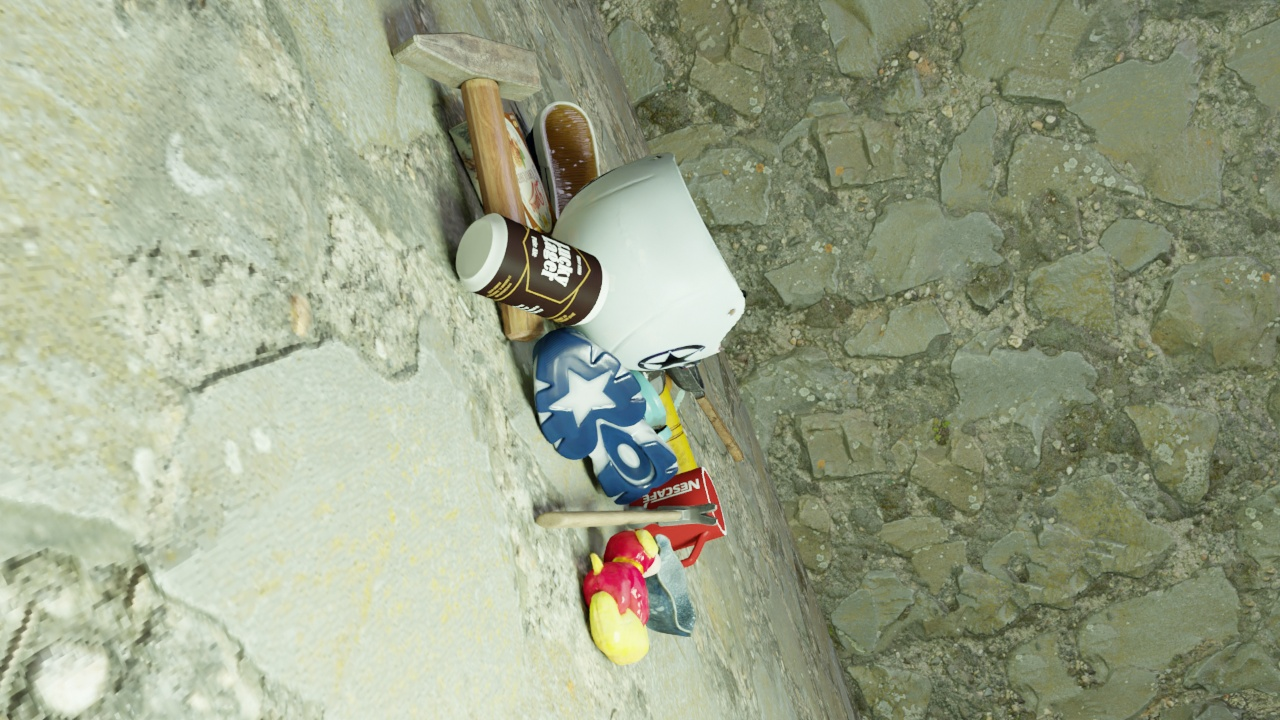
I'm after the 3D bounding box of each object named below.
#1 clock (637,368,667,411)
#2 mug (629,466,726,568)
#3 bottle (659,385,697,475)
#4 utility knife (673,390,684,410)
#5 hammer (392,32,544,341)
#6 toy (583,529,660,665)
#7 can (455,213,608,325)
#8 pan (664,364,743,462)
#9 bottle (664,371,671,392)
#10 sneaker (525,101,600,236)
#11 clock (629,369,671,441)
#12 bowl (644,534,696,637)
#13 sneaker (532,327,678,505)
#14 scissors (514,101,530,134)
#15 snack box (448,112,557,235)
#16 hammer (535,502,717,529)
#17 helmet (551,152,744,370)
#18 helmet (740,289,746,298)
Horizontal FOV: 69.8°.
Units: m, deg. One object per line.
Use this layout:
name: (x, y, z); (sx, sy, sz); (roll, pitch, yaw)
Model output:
clock: (-0.007, 0.007, 1.183); (0.123, 0.043, 0.091); (41, -29, 36)
mug: (0.048, 0.198, 1.114); (0.080, 0.097, 0.116); (59, 15, -48)
bottle: (0.019, 0.086, 1.253); (0.071, 0.071, 0.164); (-47, 117, -79)
utility knife: (0.042, 0.088, 1.303); (0.022, 0.015, 0.159); (44, -33, 14)
hammer: (-0.141, -0.165, 0.885); (0.157, 0.037, 0.300); (-7, 84, -51)
toy: (-0.020, 0.214, 0.858); (0.105, 0.067, 0.137); (61, 26, -32)
can: (-0.096, -0.079, 0.826); (0.128, 0.072, 0.071); (19, 46, -41)
pan: (0.067, 0.018, 1.318); (0.207, 0.040, 0.357); (-100, 164, -64)
bottle: (0.011, -0.002, 1.383); (0.156, 0.068, 0.068); (-92, 159, -60)
sneaker: (-0.087, -0.176, 1.195); (0.127, 0.120, 0.294); (-17, -92, 60)
clock: (-0.007, 0.065, 1.127); (0.090, 0.053, 0.124); (29, -35, 50)
bowl: (0.017, 0.246, 0.978); (0.110, 0.055, 0.110); (-20, 89, -79)
sneaker: (-0.052, 0.038, 0.964); (0.132, 0.103, 0.269); (59, 1, 40)
scissors: (-0.128, -0.273, 1.317); (0.165, 0.016, 0.225); (-93, 160, -60)
snack box: (-0.144, -0.195, 1.007); (0.143, 0.041, 0.147); (-74, 143, -73)
hammer: (-0.013, 0.155, 0.923); (0.331, 0.119, 0.030); (24, 62, -65)
helmet: (-0.019, -0.088, 1.019); (0.236, 0.163, 0.264); (66, -19, 3)
helmet: (0.066, -0.128, 1.505); (0.148, 0.227, 0.242); (24, -51, 56)
